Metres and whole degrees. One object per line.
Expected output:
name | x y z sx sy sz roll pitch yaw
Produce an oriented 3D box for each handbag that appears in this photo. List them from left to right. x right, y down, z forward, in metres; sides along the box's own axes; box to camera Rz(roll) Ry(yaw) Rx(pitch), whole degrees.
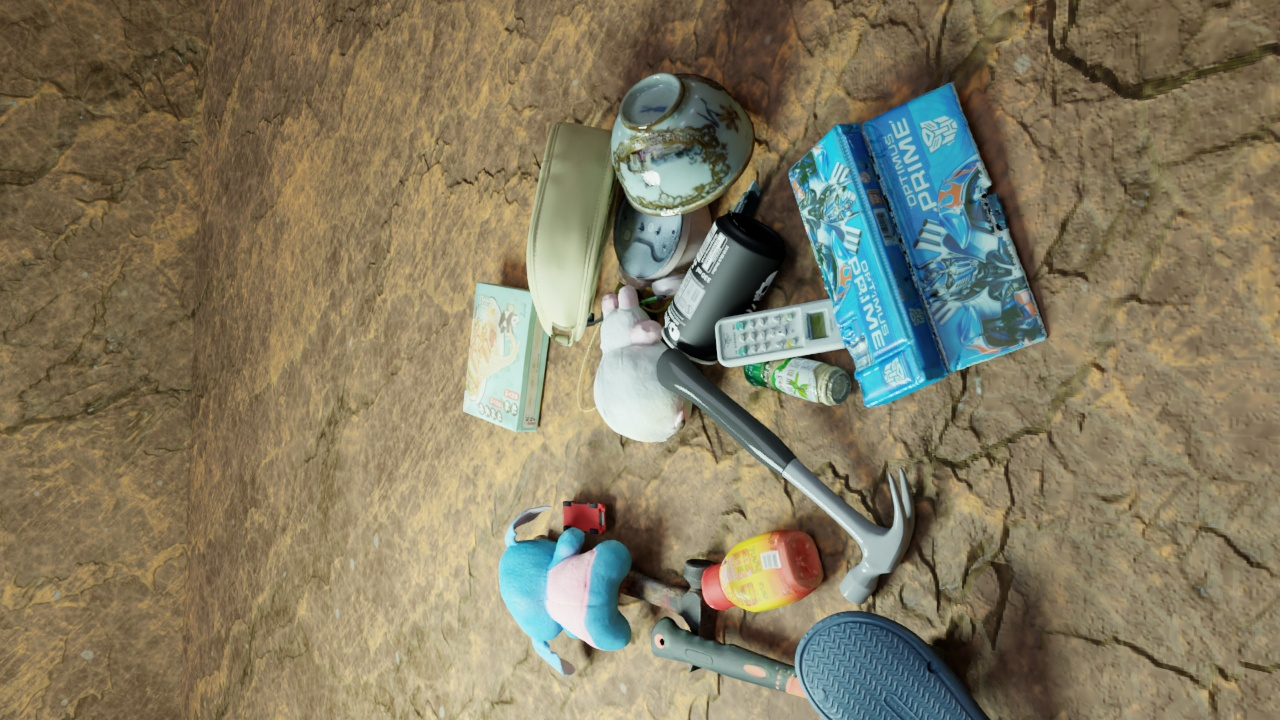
handbag | -0.070 -0.153 1.075 0.191 0.088 0.232 90 -173 -51
handbag | -0.042 -0.007 1.142 0.084 0.027 0.178 57 130 36

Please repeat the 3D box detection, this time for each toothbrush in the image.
toothbrush | -0.025 -0.061 1.086 0.188 0.014 0.017 -14 72 56

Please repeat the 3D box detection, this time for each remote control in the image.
remote control | 0.139 -0.026 0.897 0.133 0.022 0.050 -10 75 22

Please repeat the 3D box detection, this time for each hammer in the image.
hammer | -0.033 0.270 1.115 0.331 0.033 0.120 5 93 50
hammer | 0.129 0.086 0.885 0.311 0.029 0.125 41 120 27
hammer | 0.135 0.308 0.895 0.334 0.033 0.133 3 93 44

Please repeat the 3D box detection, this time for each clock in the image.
clock | 0.023 -0.131 1.046 0.117 0.058 0.158 24 106 48

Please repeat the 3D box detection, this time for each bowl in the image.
bowl | 0.031 -0.243 0.964 0.160 0.094 0.159 -15 56 23

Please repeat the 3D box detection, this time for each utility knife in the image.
utility knife | 0.088 -0.117 0.992 0.020 0.028 0.175 47 123 36

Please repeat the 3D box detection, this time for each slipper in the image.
slipper | 0.225 0.287 0.750 0.214 0.059 0.104 41 102 8

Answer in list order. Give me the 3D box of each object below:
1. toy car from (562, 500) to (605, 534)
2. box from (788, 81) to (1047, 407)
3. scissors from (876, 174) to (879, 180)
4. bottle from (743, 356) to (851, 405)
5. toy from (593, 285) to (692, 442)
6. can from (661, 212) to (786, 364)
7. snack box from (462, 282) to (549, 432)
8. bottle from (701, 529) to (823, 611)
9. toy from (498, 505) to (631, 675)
toy car | -0.071 0.199 1.165 0.090 0.025 0.038 -6 83 48
box | 0.224 -0.099 0.799 0.176 0.059 0.243 -28 72 44
scissors | 0.202 -0.156 0.875 0.127 0.011 0.123 18 102 48
bottle | 0.153 0.016 0.901 0.110 0.042 0.043 17 101 47
toy | -0.006 0.006 1.032 0.139 0.101 0.179 -23 77 61
can | 0.085 -0.074 0.954 0.080 0.080 0.146 51 125 38
snack box | -0.188 -0.008 1.298 0.142 0.044 0.193 14 98 47
bottle | 0.118 0.216 0.925 0.135 0.048 0.071 -32 64 44
toy | -0.090 0.287 1.101 0.192 0.098 0.224 -2 99 40
